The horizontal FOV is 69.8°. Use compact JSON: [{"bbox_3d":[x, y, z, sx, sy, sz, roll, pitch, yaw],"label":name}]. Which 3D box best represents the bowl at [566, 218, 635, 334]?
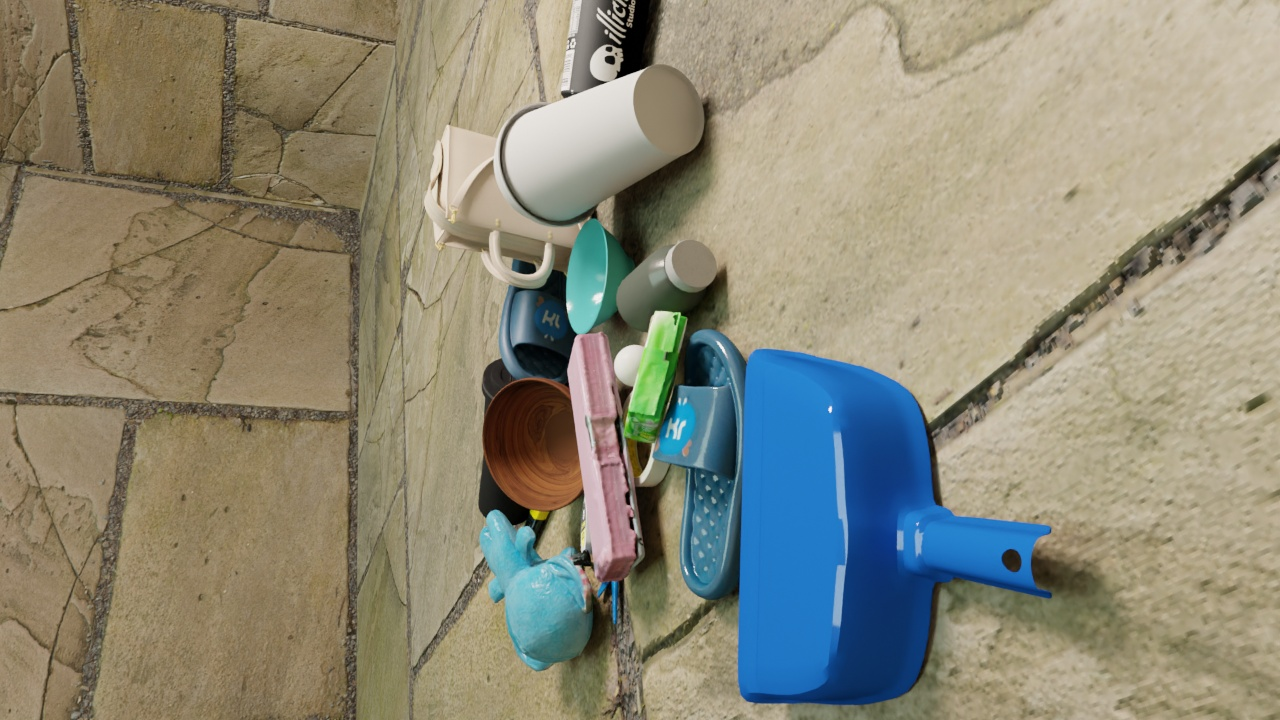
[{"bbox_3d":[-0.037,-0.086,0.966,0.121,0.046,0.121,-176,90,-67],"label":"bowl"}]

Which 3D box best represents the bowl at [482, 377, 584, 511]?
[{"bbox_3d":[-0.098,0.088,1.023,0.147,0.068,0.147,4,99,29],"label":"bowl"}]

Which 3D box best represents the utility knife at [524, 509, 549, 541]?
[{"bbox_3d":[-0.142,0.221,1.184,0.028,0.020,0.198,-106,32,-43],"label":"utility knife"}]

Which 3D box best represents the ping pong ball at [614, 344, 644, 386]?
[{"bbox_3d":[-0.005,0.005,0.883,0.040,0.040,0.040,-176,90,-67],"label":"ping pong ball"}]

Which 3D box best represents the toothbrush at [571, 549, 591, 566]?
[{"bbox_3d":[-0.057,0.200,0.915,0.188,0.017,0.014,97,162,-76],"label":"toothbrush"}]

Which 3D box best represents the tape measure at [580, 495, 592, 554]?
[{"bbox_3d":[-0.052,0.170,0.970,0.064,0.016,0.065,115,157,-70],"label":"tape measure"}]

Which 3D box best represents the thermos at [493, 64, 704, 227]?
[{"bbox_3d":[-0.042,-0.211,0.896,0.222,0.131,0.131,-8,78,52],"label":"thermos"}]

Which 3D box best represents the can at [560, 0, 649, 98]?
[{"bbox_3d":[-0.036,-0.341,0.974,0.080,0.080,0.146,-152,68,-65],"label":"can"}]

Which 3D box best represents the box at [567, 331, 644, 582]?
[{"bbox_3d":[-0.036,0.092,0.895,0.098,0.041,0.232,108,155,-62],"label":"box"}]

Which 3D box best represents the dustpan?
[{"bbox_3d":[0.131,0.103,0.529,0.258,0.059,0.245,158,115,-75],"label":"dustpan"}]

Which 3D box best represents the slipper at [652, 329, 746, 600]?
[{"bbox_3d":[0.050,0.080,0.721,0.104,0.059,0.213,-10,78,64],"label":"slipper"}]

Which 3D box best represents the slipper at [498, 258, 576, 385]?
[{"bbox_3d":[-0.111,-0.059,1.090,0.059,0.103,0.213,-28,50,38],"label":"slipper"}]

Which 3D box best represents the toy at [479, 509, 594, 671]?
[{"bbox_3d":[-0.110,0.243,0.999,0.180,0.114,0.184,54,137,26],"label":"toy"}]

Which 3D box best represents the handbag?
[{"bbox_3d":[-0.147,-0.158,1.046,0.102,0.194,0.197,125,147,-43],"label":"handbag"}]

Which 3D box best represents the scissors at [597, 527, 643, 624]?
[{"bbox_3d":[-0.027,0.197,0.930,0.125,0.016,0.126,-106,32,-46],"label":"scissors"}]

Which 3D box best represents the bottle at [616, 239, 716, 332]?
[{"bbox_3d":[0.023,-0.066,0.808,0.109,0.060,0.060,146,125,-61],"label":"bottle"}]

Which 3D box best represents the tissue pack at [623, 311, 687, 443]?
[{"bbox_3d":[0.012,0.015,0.788,0.114,0.034,0.099,94,-169,-74],"label":"tissue pack"}]

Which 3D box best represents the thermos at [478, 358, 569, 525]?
[{"bbox_3d":[-0.155,0.103,1.147,0.105,0.105,0.219,-116,33,-50],"label":"thermos"}]

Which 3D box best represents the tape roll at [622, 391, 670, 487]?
[{"bbox_3d":[0.004,0.073,0.876,0.094,0.019,0.094,-175,90,-67],"label":"tape roll"}]
